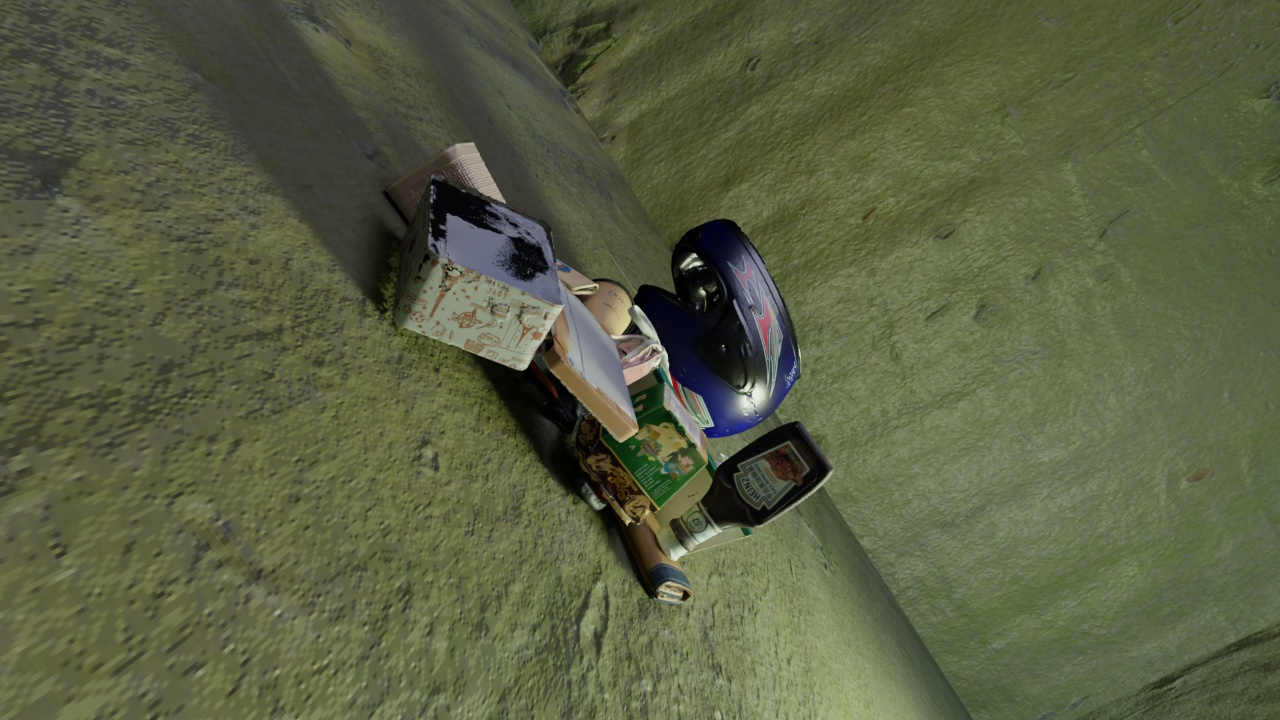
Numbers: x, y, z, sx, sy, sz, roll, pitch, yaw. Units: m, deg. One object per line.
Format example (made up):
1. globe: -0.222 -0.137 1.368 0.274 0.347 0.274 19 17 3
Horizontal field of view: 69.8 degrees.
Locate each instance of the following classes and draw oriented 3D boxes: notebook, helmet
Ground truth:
1. notebook: 0.030 0.122 1.048 0.012 0.151 0.209 -28 88 -39
2. helmet: 0.088 -0.033 1.401 0.315 0.240 0.247 67 -16 -7

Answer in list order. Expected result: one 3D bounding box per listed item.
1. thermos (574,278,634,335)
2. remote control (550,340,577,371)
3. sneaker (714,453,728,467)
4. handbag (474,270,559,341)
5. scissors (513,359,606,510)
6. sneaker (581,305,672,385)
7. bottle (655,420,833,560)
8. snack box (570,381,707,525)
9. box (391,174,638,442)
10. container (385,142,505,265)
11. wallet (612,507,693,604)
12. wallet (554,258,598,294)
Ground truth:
1. thermos: -0.059 -0.054 1.262 0.093 0.093 0.143 55 19 -15
2. remote control: -0.086 0.010 1.101 0.053 0.024 0.136 51 4 -29
3. sneaker: 0.107 0.160 1.195 0.089 0.091 0.241 56 19 12
4. handbag: -0.132 -0.104 1.105 0.178 0.063 0.163 30 31 -60
5. scissors: -0.074 0.080 0.995 0.221 0.022 0.234 56 7 -30
6. sneaker: -0.007 0.007 1.146 0.118 0.088 0.241 67 11 18
7. bottle: 0.104 0.143 0.964 0.080 0.195 0.044 56 7 7
8. snack box: 0.007 0.089 0.951 0.118 0.106 0.117 54 11 -12
9. box: -0.102 -0.048 0.870 0.259 0.110 0.178 24 26 -24
10. container: -0.190 -0.157 0.961 0.111 0.090 0.089 59 11 -10
11. wallet: 0.013 0.205 0.996 0.115 0.033 0.090 63 9 30
12. wallet: -0.120 -0.121 1.221 0.115 0.024 0.087 34 13 15
